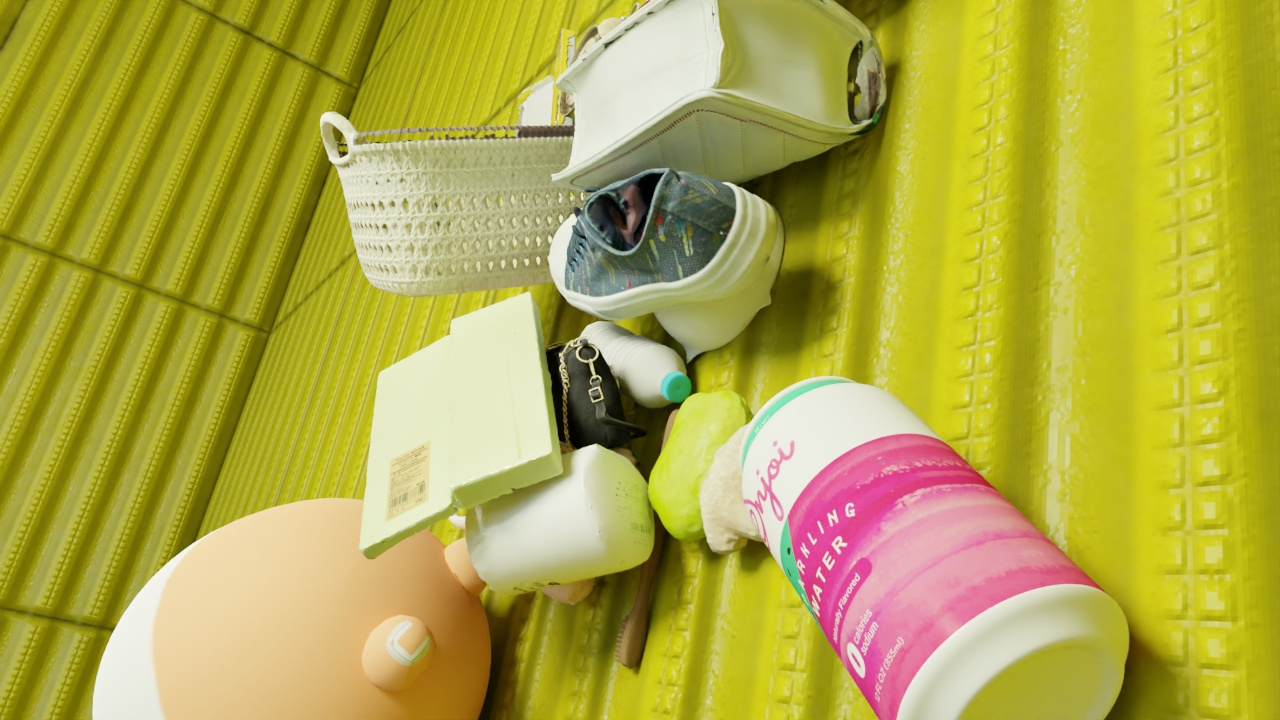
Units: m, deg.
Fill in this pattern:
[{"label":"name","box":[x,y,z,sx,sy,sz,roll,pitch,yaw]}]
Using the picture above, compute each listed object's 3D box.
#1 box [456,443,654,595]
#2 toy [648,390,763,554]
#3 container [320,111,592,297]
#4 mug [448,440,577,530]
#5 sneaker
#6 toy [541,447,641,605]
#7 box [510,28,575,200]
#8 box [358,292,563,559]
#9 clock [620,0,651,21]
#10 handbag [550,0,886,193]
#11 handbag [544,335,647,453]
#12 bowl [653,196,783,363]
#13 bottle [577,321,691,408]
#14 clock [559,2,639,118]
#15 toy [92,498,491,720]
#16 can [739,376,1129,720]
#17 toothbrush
[{"label":"box","box":[-0.074,0.102,0.583,0.166,0.084,0.094,-21,66,23]},{"label":"toy","box":[0.048,0.065,0.524,0.118,0.043,0.092,20,85,59]},{"label":"container","box":[-0.125,-0.135,0.763,0.185,0.251,0.143,14,111,60]},{"label":"mug","box":[-0.112,0.088,0.732,0.110,0.074,0.090,-45,27,-10]},{"label":"sneaker","box":[-0.014,-0.077,0.585,0.236,0.079,0.087,7,75,61]},{"label":"toy","box":[-0.037,0.107,0.634,0.105,0.053,0.108,-31,49,30]},{"label":"box","box":[-0.105,-0.274,1.040,0.128,0.045,0.209,-42,38,40]},{"label":"box","box":[-0.122,0.034,0.604,0.138,0.030,0.187,-24,36,7]},{"label":"clock","box":[0.052,-0.248,0.676,0.096,0.137,0.048,159,88,-85]},{"label":"handbag","box":[0.043,-0.167,0.599,0.199,0.141,0.096,-11,77,56]},{"label":"handbag","box":[-0.041,0.022,0.644,0.129,0.054,0.079,-178,76,-73]},{"label":"bowl","box":[0.040,-0.068,0.625,0.115,0.050,0.114,-40,39,41]},{"label":"bottle","box":[-0.004,0.004,0.655,0.136,0.044,0.044,27,93,62]},{"label":"clock","box":[-0.031,-0.293,0.911,0.141,0.054,0.092,-50,32,42]},{"label":"toy","box":[-0.234,0.231,0.675,0.281,0.266,0.262,-34,6,19]},{"label":"can","box":[0.105,0.077,0.368,0.088,0.088,0.165,-58,29,16]},{"label":"toothbrush","box":[0.009,0.110,0.586,0.016,0.016,0.166,-11,61,57]}]
